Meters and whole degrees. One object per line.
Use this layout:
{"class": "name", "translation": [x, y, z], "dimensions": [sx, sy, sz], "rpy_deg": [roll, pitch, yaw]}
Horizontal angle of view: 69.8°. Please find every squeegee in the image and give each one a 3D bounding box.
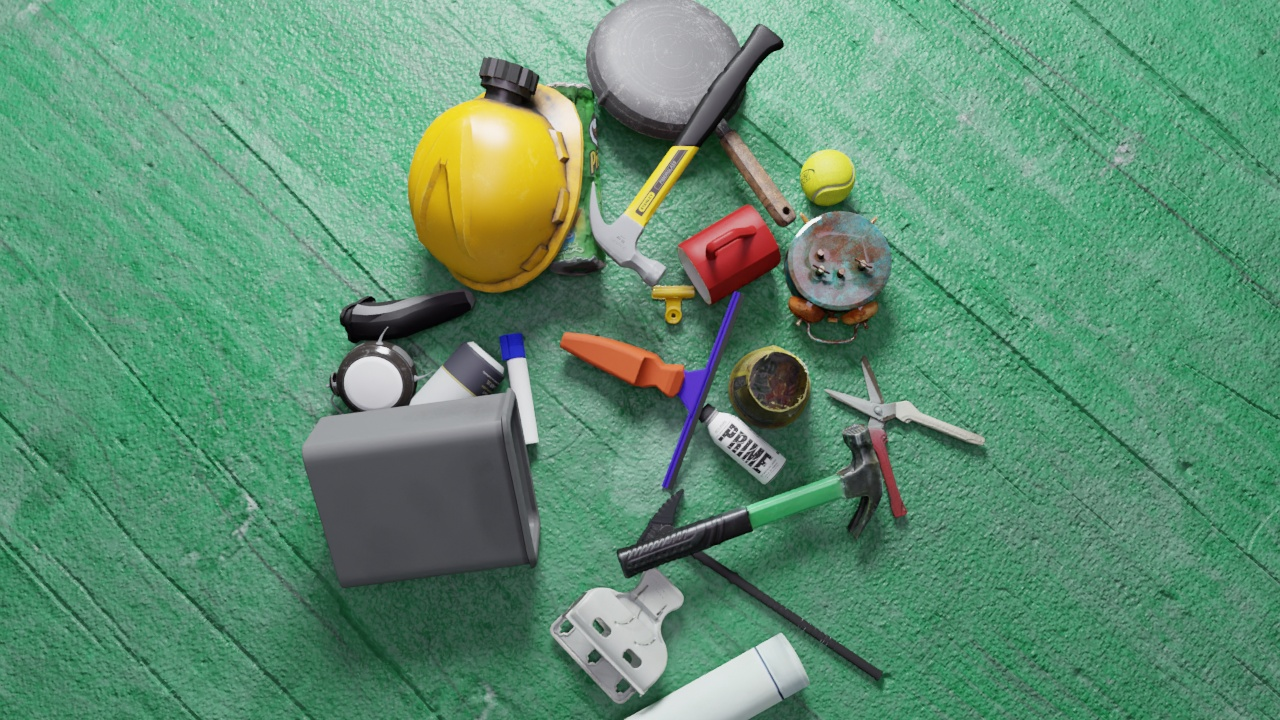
{"class": "squeegee", "translation": [-0.006, 0.006, 1.093], "dimensions": [0.185, 0.055, 0.250], "rpy_deg": [20, 102, 2]}

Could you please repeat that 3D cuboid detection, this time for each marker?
{"class": "marker", "translation": [-0.145, 0.035, 1.104], "dimensions": [0.027, 0.023, 0.133], "rpy_deg": [-4, 82, -43]}

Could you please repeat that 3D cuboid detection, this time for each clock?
{"class": "clock", "translation": [-0.316, 0.027, 1.084], "dimensions": [0.123, 0.043, 0.091], "rpy_deg": [-42, 102, 7]}
{"class": "clock", "translation": [0.232, -0.098, 1.094], "dimensions": [0.121, 0.073, 0.157], "rpy_deg": [3, 85, 0]}

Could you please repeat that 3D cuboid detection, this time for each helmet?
{"class": "helmet", "translation": [-0.184, -0.210, 1.039], "dimensions": [0.205, 0.131, 0.255], "rpy_deg": [18, 95, 24]}

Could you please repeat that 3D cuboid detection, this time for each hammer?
{"class": "hammer", "translation": [0.056, -0.251, 1.060], "dimensions": [0.127, 0.029, 0.323], "rpy_deg": [35, 88, -1]}
{"class": "hammer", "translation": [0.127, 0.183, 1.059], "dimensions": [0.318, 0.032, 0.130], "rpy_deg": [-19, 108, -3]}
{"class": "hammer", "translation": [0.150, 0.275, 1.086], "dimensions": [0.325, 0.015, 0.095], "rpy_deg": [33, 84, 3]}

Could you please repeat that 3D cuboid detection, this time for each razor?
{"class": "razor", "translation": [-0.277, -0.057, 1.103], "dimensions": [0.156, 0.057, 0.060], "rpy_deg": [-6, 52, 0]}

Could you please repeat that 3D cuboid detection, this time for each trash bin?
{"class": "trash bin", "translation": [-0.237, 0.145, 1.026], "dimensions": [0.220, 0.097, 0.192], "rpy_deg": [-8, 112, 0]}

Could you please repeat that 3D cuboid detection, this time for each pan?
{"class": "pan", "translation": [0.081, -0.303, 1.103], "dimensions": [0.207, 0.040, 0.357], "rpy_deg": [-34, 80, -19]}

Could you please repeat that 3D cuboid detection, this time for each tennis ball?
{"class": "tennis ball", "translation": [0.226, -0.221, 1.110], "dimensions": [0.065, 0.065, 0.065], "rpy_deg": [0, 84, 0]}

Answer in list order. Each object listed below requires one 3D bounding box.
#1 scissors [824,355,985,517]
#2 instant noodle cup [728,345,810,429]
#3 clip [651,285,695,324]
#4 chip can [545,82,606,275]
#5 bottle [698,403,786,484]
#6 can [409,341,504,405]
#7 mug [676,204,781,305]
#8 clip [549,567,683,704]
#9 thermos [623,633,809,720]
{"class": "scissors", "translation": [0.321, 0.086, 1.104], "dimensions": [0.179, 0.015, 0.199], "rpy_deg": [-9, 83, 0]}
{"class": "instant noodle cup", "translation": [0.155, 0.027, 1.063], "dimensions": [0.102, 0.108, 0.102], "rpy_deg": [0, 85, 2]}
{"class": "clip", "translation": [0.040, -0.071, 1.120], "dimensions": [0.054, 0.048, 0.046], "rpy_deg": [-2, 42, -1]}
{"class": "chip can", "translation": [-0.084, -0.216, 1.106], "dimensions": [0.075, 0.075, 0.223], "rpy_deg": [-5, 84, -1]}
{"class": "bottle", "translation": [0.117, 0.096, 1.090], "dimensions": [0.116, 0.041, 0.041], "rpy_deg": [40, 85, 4]}
{"class": "can", "translation": [-0.222, 0.041, 1.084], "dimensions": [0.064, 0.064, 0.127], "rpy_deg": [41, 85, 4]}
{"class": "mug", "translation": [0.104, -0.128, 1.075], "dimensions": [0.096, 0.116, 0.080], "rpy_deg": [-31, 80, -3]}
{"class": "clip", "translation": [-0.016, 0.308, 1.051], "dimensions": [0.151, 0.110, 0.126], "rpy_deg": [-44, 88, 6]}
{"class": "thermos", "translation": [0.079, 0.394, 1.046], "dimensions": [0.230, 0.068, 0.068], "rpy_deg": [-28, 85, -2]}
